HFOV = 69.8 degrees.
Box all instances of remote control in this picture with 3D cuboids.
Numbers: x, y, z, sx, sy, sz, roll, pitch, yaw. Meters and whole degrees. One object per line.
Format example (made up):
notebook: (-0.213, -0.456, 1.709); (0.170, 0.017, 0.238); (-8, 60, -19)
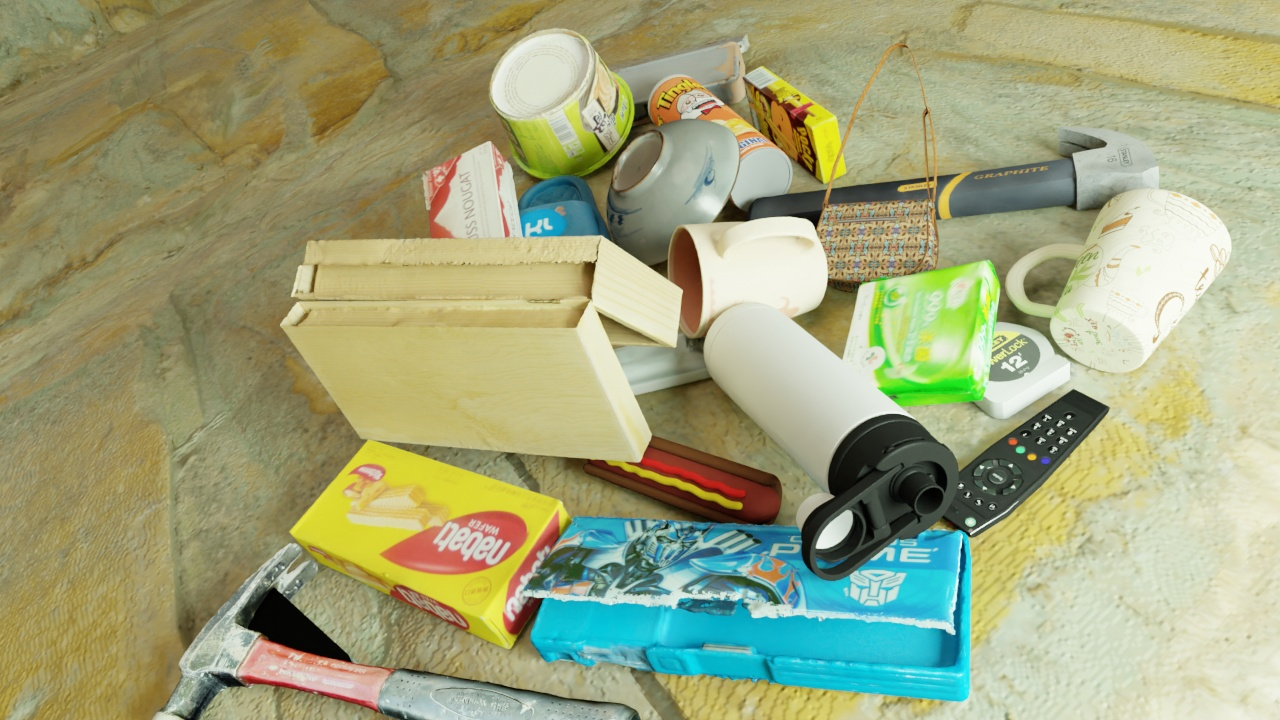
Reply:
remote control: (-0.004, 0.004, 0.715); (0.133, 0.022, 0.050); (-13, 41, 11)
remote control: (0.229, 0.060, 0.551); (0.124, 0.010, 0.039); (-35, 41, -14)

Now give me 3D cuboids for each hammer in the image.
hammer: (-0.149, 0.194, 0.565); (0.327, 0.036, 0.140); (1, 47, 26)
hammer: (0.238, -0.127, 0.740); (0.313, 0.035, 0.139); (-4, 41, 22)

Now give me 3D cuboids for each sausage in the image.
sausage: (0.024, 0.076, 0.609); (0.156, 0.040, 0.040); (15, 52, 37)

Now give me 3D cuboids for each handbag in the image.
handbag: (0.189, -0.148, 0.711); (0.094, 0.043, 0.195); (3, 82, 34)

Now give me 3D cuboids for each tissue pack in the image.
tissue pack: (0.185, -0.015, 0.618); (0.100, 0.034, 0.113); (-9, 48, 39)

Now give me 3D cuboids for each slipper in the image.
slipper: (-0.081, -0.124, 0.867); (0.104, 0.059, 0.213); (-14, 39, 7)

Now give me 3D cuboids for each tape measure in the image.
tape measure: (0.241, 0.004, 0.603); (0.064, 0.017, 0.065); (-30, 40, -8)

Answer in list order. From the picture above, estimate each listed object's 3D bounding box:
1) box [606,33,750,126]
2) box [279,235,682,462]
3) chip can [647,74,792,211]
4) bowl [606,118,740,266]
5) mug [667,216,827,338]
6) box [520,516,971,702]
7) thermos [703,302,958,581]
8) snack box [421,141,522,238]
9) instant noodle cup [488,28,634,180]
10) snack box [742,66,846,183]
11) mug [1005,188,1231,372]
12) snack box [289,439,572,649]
box: (0.016, -0.325, 1.062); (0.217, 0.063, 0.156); (-8, 31, 18)
box: (-0.115, -0.018, 0.640); (0.249, 0.141, 0.148); (1, 67, 28)
chip can: (0.072, -0.216, 0.892); (0.062, 0.062, 0.210); (-26, 40, -4)
bowl: (0.014, -0.162, 0.818); (0.151, 0.056, 0.150); (-30, 44, 33)
mug: (0.085, -0.071, 0.681); (0.104, 0.112, 0.085); (-7, 67, -16)
box: (0.055, 0.126, 0.517); (0.244, 0.066, 0.090); (-3, 43, 23)
thermos: (0.094, 0.038, 0.564); (0.101, 0.068, 0.230); (-28, 28, -6)
snack box: (-0.140, -0.078, 0.797); (0.077, 0.044, 0.272); (-22, 54, 13)
instant noodle cup: (-0.088, -0.275, 0.973); (0.146, 0.098, 0.146); (-9, 64, 18)
snack box: (0.144, -0.226, 0.870); (0.025, 0.061, 0.149); (-27, 40, -4)
mug: (0.298, -0.051, 0.599); (0.122, 0.081, 0.097); (19, 62, 46)
snack box: (-0.145, 0.121, 0.637); (0.201, 0.042, 0.092); (11, 52, 35)
